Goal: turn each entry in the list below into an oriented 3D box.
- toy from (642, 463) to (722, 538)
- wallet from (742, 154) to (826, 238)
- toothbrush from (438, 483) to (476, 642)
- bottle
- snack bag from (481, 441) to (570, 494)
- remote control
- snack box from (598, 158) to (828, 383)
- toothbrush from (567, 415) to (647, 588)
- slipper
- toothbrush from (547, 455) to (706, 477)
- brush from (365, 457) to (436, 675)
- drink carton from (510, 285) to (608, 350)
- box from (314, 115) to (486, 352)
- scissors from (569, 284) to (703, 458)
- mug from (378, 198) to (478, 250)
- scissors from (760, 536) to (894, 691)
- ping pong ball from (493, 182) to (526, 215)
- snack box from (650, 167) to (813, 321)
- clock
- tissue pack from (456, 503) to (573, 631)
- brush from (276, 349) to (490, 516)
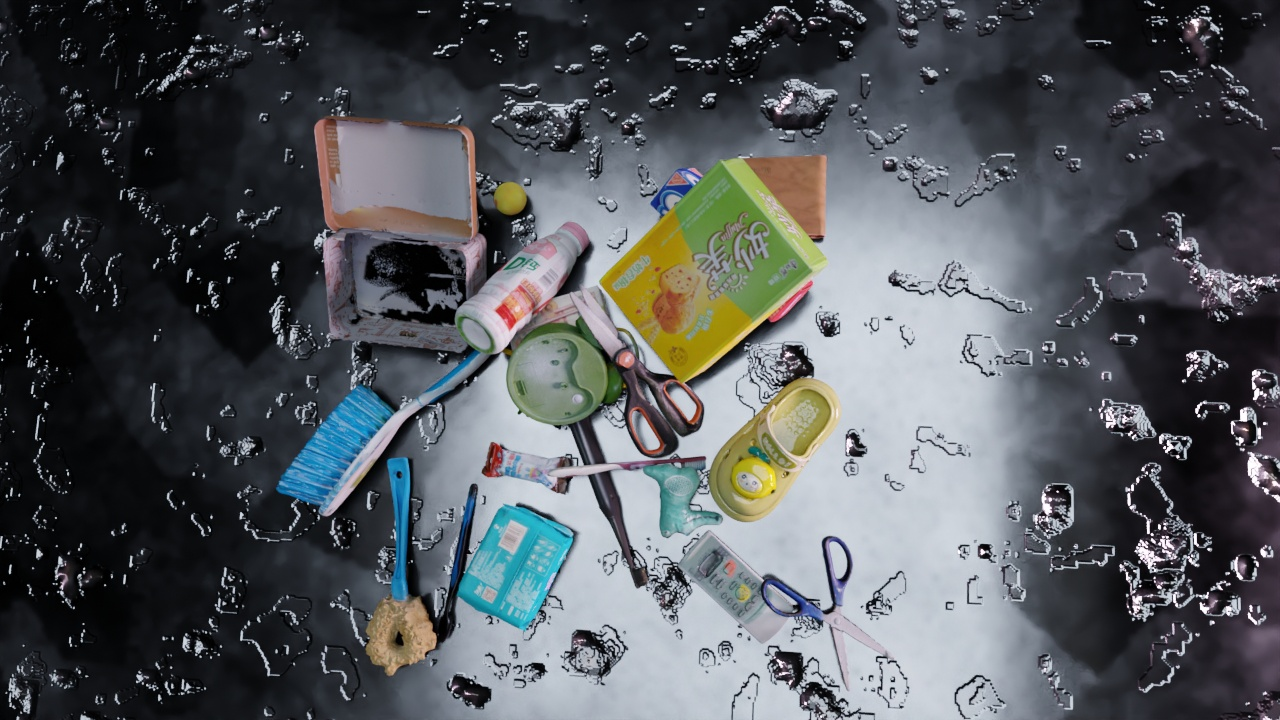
[{"bbox_3d":[0.049,0.164,1.064,0.096,0.030,0.092,3,104,0],"label":"toy"},{"bbox_3d":[0.166,-0.197,1.107,0.115,0.020,0.101,0,81,9],"label":"wallet"},{"bbox_3d":[-0.218,0.241,1.100,0.014,0.016,0.189,7,81,17],"label":"toothbrush"},{"bbox_3d":[-0.131,-0.092,1.070,0.068,0.068,0.196,33,56,10],"label":"bottle"},{"bbox_3d":[-0.136,0.128,1.096,0.105,0.026,0.045,11,81,6],"label":"snack bag"},{"bbox_3d":[0.109,0.260,1.053,0.135,0.019,0.056,42,89,10],"label":"remote control"},{"bbox_3d":[0.078,-0.099,1.027,0.211,0.069,0.157,-42,83,28],"label":"snack box"},{"bbox_3d":[-0.037,0.166,1.079,0.027,0.026,0.212,-26,80,24],"label":"toothbrush"},{"bbox_3d":[0.152,0.096,1.040,0.091,0.081,0.190,40,86,12],"label":"slipper"},{"bbox_3d":[-0.015,0.126,1.070,0.187,0.016,0.017,-4,92,-8],"label":"toothbrush"},{"bbox_3d":[-0.287,0.244,1.097,0.083,0.046,0.254,-6,78,10],"label":"brush"},{"bbox_3d":[-0.099,-0.048,1.104,0.122,0.045,0.053,-15,80,4],"label":"drink carton"},{"bbox_3d":[-0.272,-0.147,1.057,0.177,0.082,0.260,6,116,7],"label":"box"},{"bbox_3d":[-0.021,0.019,1.039,0.234,0.022,0.148,32,88,-23],"label":"scissors"},{"bbox_3d":[-0.271,-0.176,1.128,0.123,0.078,0.078,-13,81,9],"label":"mug"},{"bbox_3d":[0.212,0.281,1.033,0.174,0.012,0.162,15,77,-4],"label":"scissors"},{"bbox_3d":[-0.161,-0.200,1.133,0.040,0.040,0.040,-1,82,6],"label":"ping pong ball"},{"bbox_3d":[0.105,-0.138,1.077,0.207,0.057,0.058,45,119,9],"label":"snack box"},{"bbox_3d":[-0.080,0.007,1.068,0.161,0.056,0.116,-15,115,3],"label":"clock"},{"bbox_3d":[-0.147,0.241,1.070,0.093,0.050,0.133,27,87,8],"label":"tissue pack"},{"bbox_3d":[-0.301,0.060,1.115,0.109,0.060,0.314,37,86,4],"label":"brush"}]
